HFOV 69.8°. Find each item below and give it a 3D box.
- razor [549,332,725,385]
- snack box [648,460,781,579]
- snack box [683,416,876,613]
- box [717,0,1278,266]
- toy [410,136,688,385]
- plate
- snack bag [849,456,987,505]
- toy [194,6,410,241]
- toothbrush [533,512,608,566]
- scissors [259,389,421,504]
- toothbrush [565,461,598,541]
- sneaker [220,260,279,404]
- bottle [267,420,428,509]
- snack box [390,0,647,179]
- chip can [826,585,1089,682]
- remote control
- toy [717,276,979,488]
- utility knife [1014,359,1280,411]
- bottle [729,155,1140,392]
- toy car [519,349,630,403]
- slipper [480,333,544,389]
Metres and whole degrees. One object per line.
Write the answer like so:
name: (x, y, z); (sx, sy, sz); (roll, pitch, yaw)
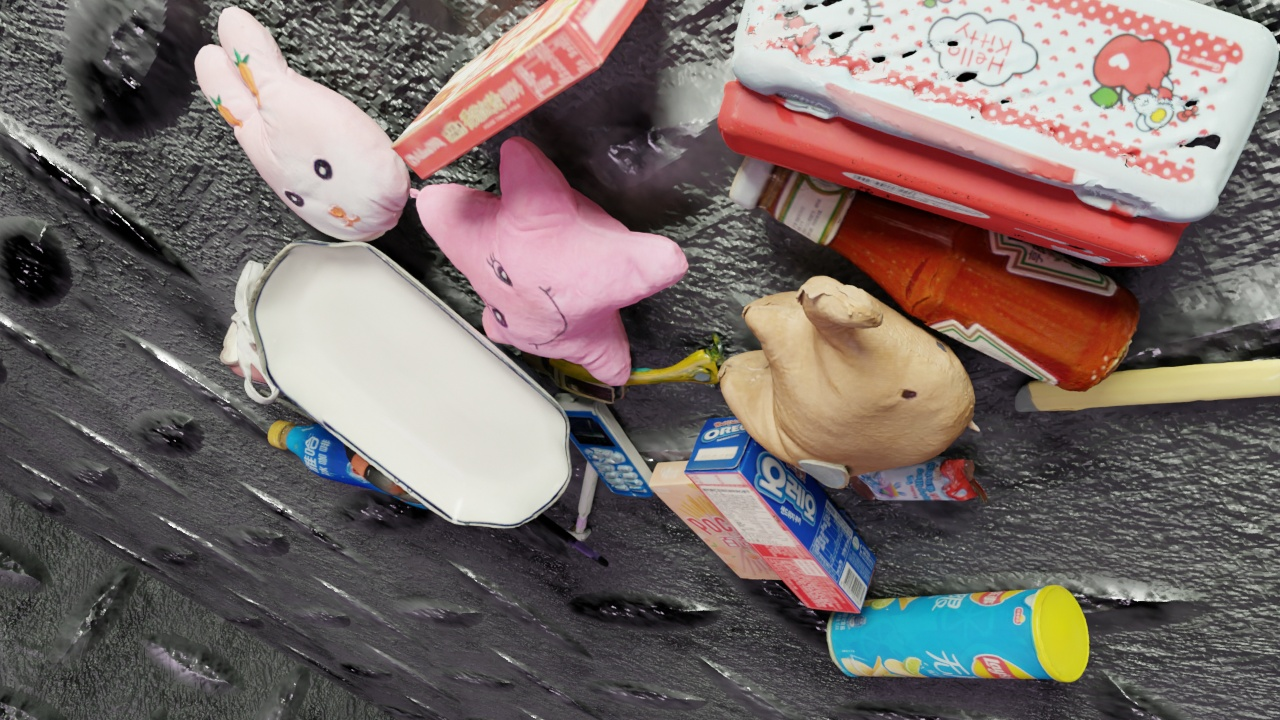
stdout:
razor: (-0.004, 0.004, 0.650); (0.133, 0.028, 0.043); (0, 144, 16)
snack box: (0.085, 0.143, 0.807); (0.085, 0.026, 0.157); (-10, 134, 42)
snack box: (0.117, 0.126, 0.735); (0.058, 0.057, 0.207); (-6, 136, 43)
box: (0.141, -0.115, 0.398); (0.201, 0.100, 0.094); (20, -172, 7)
toy: (-0.070, -0.057, 0.586); (0.178, 0.074, 0.195); (32, 147, 0)
plate: (-0.164, 0.018, 0.679); (0.265, 0.034, 0.162); (40, 122, -9)
snack bag: (0.194, 0.085, 0.652); (0.106, 0.026, 0.045); (-10, 136, 45)
toy: (-0.218, -0.144, 0.591); (0.159, 0.054, 0.122); (47, 142, -17)
toothbrush: (-0.110, 0.157, 0.949); (0.189, 0.014, 0.017); (34, 132, 3)
scissors: (-0.246, 0.079, 0.827); (0.225, 0.015, 0.189); (27, 180, -9)
toothbrush: (-0.054, 0.136, 0.899); (0.029, 0.020, 0.190); (-3, 148, -12)
sneaker: (-0.299, -0.017, 0.777); (0.242, 0.118, 0.087); (3, 162, 39)
bottle: (-0.301, 0.101, 0.976); (0.219, 0.065, 0.065); (13, 145, 21)
snack box: (-0.061, -0.145, 0.456); (0.153, 0.075, 0.025); (-15, 128, 46)
chip can: (0.259, 0.232, 0.774); (0.071, 0.071, 0.211); (40, 145, -22)
remote control: (-0.029, 0.073, 0.788); (0.049, 0.024, 0.125); (-1, 138, 34)
toy: (0.121, 0.008, 0.517); (0.143, 0.082, 0.226); (17, 159, 3)
utility knife: (0.290, 0.015, 0.496); (0.179, 0.019, 0.031); (-3, 142, 46)
bottle: (0.144, -0.053, 0.466); (0.206, 0.059, 0.060); (27, 148, 5)
toy car: (-0.051, 0.003, 0.696); (0.090, 0.035, 0.042); (20, 145, 13)
slipper: (-0.171, 0.050, 0.789); (0.110, 0.083, 0.269); (37, 152, -14)
